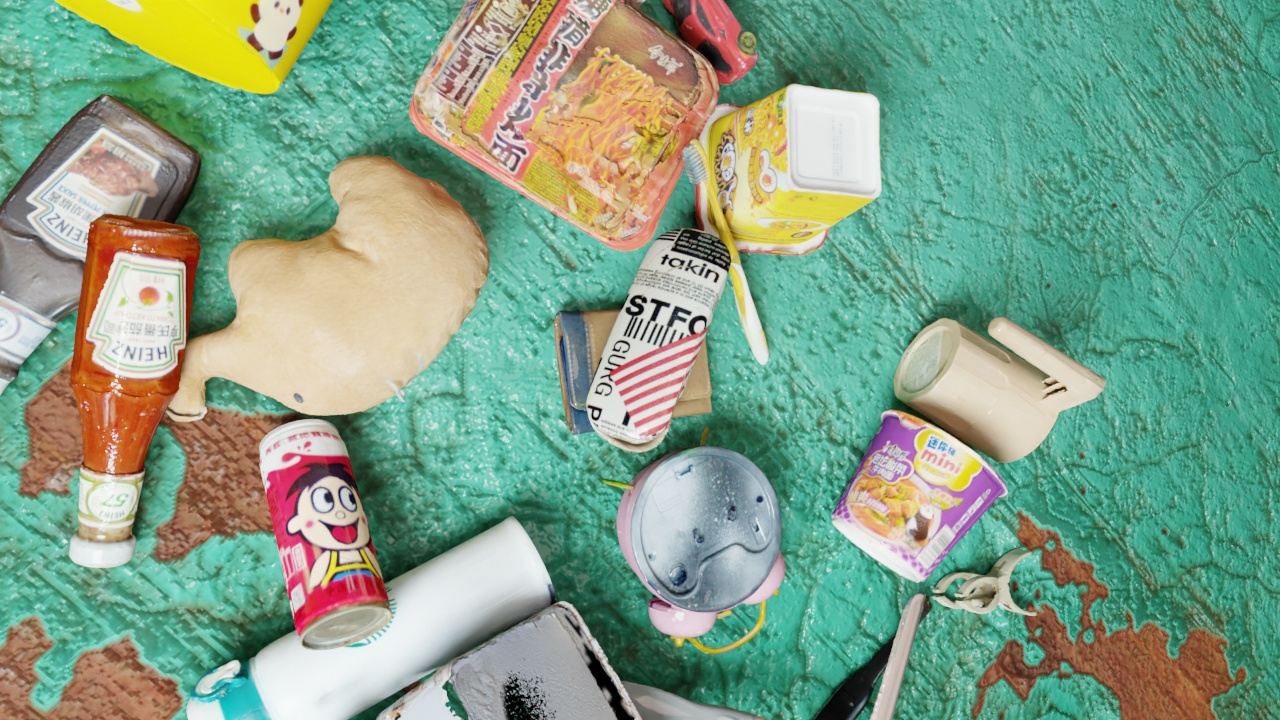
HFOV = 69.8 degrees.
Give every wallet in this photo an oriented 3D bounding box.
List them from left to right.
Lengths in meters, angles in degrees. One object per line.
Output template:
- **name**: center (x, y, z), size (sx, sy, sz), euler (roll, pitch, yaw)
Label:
- **wallet**: center (-0.004, 0.004, 0.680), size (0.115, 0.033, 0.090), euler (-6, 87, -24)

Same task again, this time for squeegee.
- **squeegee**: center (0.082, 0.263, 0.655), size (0.249, 0.040, 0.247), euler (18, 84, -16)

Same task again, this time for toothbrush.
- **toothbrush**: center (0.065, -0.074, 0.682), size (0.018, 0.016, 0.191), euler (-37, 122, -27)
- **toothbrush**: center (0.165, 0.267, 0.723), size (0.212, 0.026, 0.027), euler (-44, 138, -17)

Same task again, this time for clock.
- **clock**: center (0.046, 0.138, 0.673), size (0.117, 0.060, 0.158), euler (-24, 93, -21)

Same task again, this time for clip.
- **clip**: center (0.293, 0.190, 0.774), size (0.097, 0.034, 0.061), euler (-2, 86, -25)

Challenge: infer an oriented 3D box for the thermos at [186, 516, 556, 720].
- **thermos**: center (-0.168, 0.179, 0.586), size (0.223, 0.073, 0.073), euler (-26, 95, -20)

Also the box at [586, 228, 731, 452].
- **box**: center (0.011, -0.014, 0.653), size (0.075, 0.081, 0.163), euler (17, 74, 12)

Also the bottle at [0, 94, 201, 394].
- **bottle**: center (-0.349, -0.063, 0.551), size (0.080, 0.044, 0.194), euler (34, 76, -22)

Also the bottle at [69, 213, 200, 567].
- **bottle**: center (-0.304, 0.020, 0.539), size (0.059, 0.060, 0.206), euler (9, 97, -19)

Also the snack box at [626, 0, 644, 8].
- **snack box**: center (0.001, -0.340, 0.678), size (0.027, 0.085, 0.156), euler (11, 82, -20)

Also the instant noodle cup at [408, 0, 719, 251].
- **instant noodle cup**: center (-0.051, -0.180, 0.650), size (0.188, 0.079, 0.164), euler (31, 76, -15)

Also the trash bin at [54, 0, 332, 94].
- **trash bin**: center (-0.241, -0.313, 0.524), size (0.229, 0.230, 0.255), euler (25, 84, -17)

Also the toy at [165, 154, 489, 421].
- **toy**: center (-0.199, -0.029, 0.588), size (0.143, 0.083, 0.225), euler (42, 74, 9)

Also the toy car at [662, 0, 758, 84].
- **toy car**: center (0.048, -0.264, 0.709), size (0.031, 0.049, 0.106), euler (-39, 100, -20)

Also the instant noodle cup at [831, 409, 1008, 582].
- **instant noodle cup**: center (0.209, 0.109, 0.715), size (0.111, 0.111, 0.099), euler (39, 84, -13)

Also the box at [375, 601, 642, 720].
- **box**: center (-0.100, 0.286, 0.557), size (0.183, 0.193, 0.156), euler (57, 28, 13)

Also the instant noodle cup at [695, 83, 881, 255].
- **instant noodle cup**: center (0.112, -0.144, 0.683), size (0.116, 0.124, 0.116), euler (1, 85, -21)

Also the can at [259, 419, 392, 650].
- **can**: center (-0.194, 0.103, 0.559), size (0.053, 0.053, 0.132), euler (-14, 59, -21)

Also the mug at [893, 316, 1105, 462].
- **mug**: center (0.282, 0.017, 0.736), size (0.103, 0.125, 0.084), euler (29, 58, -14)
